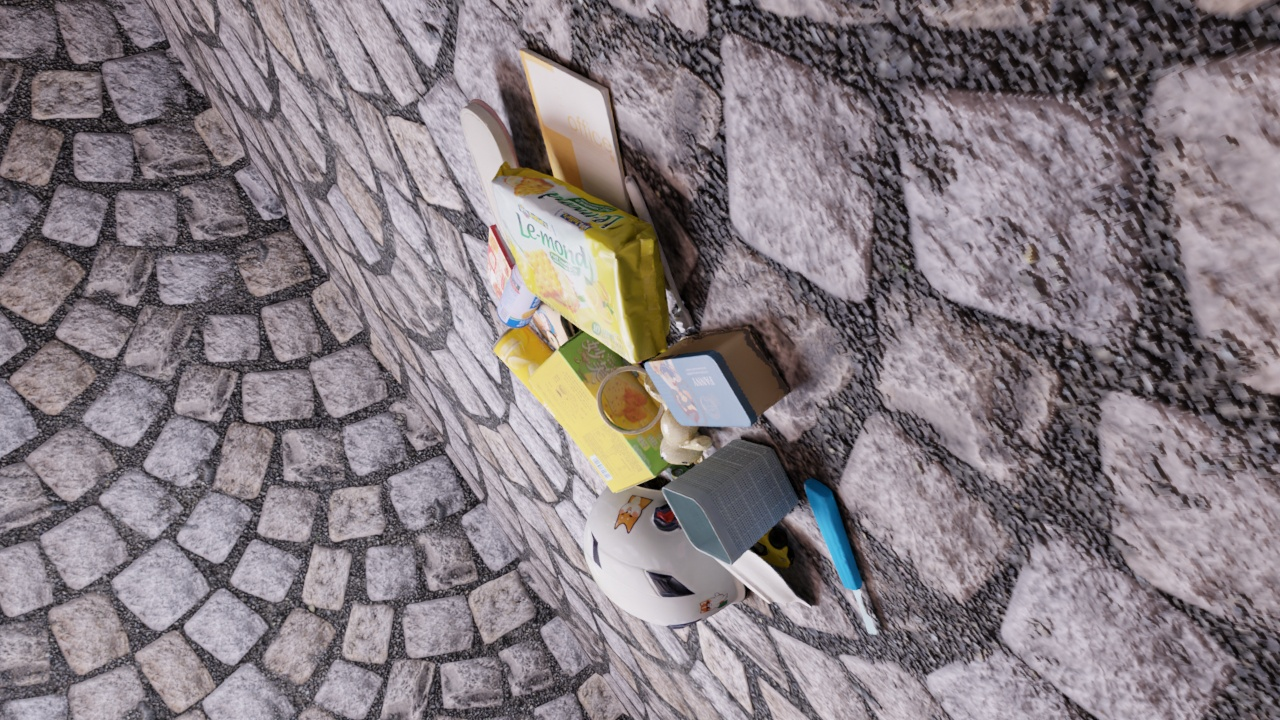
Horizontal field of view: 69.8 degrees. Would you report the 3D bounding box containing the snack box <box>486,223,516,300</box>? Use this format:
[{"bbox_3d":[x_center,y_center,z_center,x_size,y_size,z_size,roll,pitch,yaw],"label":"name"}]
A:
[{"bbox_3d":[-0.198,-0.134,1.341,0.075,0.025,0.153,63,161,14],"label":"snack box"}]

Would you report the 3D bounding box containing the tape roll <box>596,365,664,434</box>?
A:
[{"bbox_3d":[-0.012,0.050,1.154,0.086,0.086,0.014,55,-173,0],"label":"tape roll"}]

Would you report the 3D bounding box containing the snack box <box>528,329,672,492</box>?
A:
[{"bbox_3d":[-0.048,0.070,1.249,0.210,0.069,0.158,53,153,0],"label":"snack box"}]

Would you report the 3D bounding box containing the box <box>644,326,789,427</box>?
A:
[{"bbox_3d":[0.078,0.019,0.942,0.090,0.062,0.184,58,161,-8],"label":"box"}]

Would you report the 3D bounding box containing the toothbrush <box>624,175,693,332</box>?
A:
[{"bbox_3d":[0.018,-0.107,0.944,0.016,0.016,0.180,10,131,48],"label":"toothbrush"}]

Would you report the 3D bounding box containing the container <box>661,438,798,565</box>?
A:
[{"bbox_3d":[0.102,0.150,1.014,0.090,0.111,0.090,61,159,-17],"label":"container"}]

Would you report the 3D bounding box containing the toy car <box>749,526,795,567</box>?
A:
[{"bbox_3d":[0.129,0.194,1.122,0.156,0.041,0.071,50,160,8],"label":"toy car"}]

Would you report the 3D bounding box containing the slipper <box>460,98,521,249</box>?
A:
[{"bbox_3d":[-0.142,-0.195,1.107,0.114,0.054,0.275,36,155,42],"label":"slipper"}]

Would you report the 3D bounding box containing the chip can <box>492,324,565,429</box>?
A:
[{"bbox_3d":[-0.127,0.038,1.377,0.213,0.072,0.072,47,158,9],"label":"chip can"}]

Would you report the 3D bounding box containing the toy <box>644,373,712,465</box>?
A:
[{"bbox_3d":[0.041,0.071,1.091,0.105,0.066,0.157,44,164,41],"label":"toy"}]

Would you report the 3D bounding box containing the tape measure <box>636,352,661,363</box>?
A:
[{"bbox_3d":[-0.002,-0.026,1.078,0.058,0.039,0.057,52,160,-4],"label":"tape measure"}]

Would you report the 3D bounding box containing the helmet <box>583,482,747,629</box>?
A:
[{"bbox_3d":[0.012,0.301,1.375,0.274,0.156,0.230,37,153,40],"label":"helmet"}]

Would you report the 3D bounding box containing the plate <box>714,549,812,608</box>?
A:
[{"bbox_3d":[0.131,0.258,1.158,0.164,0.034,0.163,32,168,45],"label":"plate"}]

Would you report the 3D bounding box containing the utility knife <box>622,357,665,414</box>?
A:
[{"bbox_3d":[-0.007,0.007,1.181,0.216,0.022,0.031,58,154,5],"label":"utility knife"}]

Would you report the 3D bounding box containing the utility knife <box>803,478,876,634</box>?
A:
[{"bbox_3d":[0.221,0.219,0.988,0.034,0.018,0.219,18,137,56],"label":"utility knife"}]

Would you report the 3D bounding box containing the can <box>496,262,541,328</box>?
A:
[{"bbox_3d":[-0.161,-0.097,1.271,0.053,0.053,0.135,52,149,8],"label":"can"}]

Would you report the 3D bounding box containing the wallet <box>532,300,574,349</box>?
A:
[{"bbox_3d":[-0.127,-0.052,1.338,0.115,0.024,0.087,29,143,49],"label":"wallet"}]

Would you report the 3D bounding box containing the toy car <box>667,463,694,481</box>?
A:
[{"bbox_3d":[0.072,0.167,1.210,0.091,0.036,0.043,42,155,32],"label":"toy car"}]

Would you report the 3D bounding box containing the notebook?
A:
[{"bbox_3d":[-0.060,-0.213,0.962,0.146,0.010,0.206,38,154,38],"label":"notebook"}]

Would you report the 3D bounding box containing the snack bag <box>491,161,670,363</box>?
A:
[{"bbox_3d":[-0.061,-0.110,0.985,0.246,0.068,0.158,34,148,38],"label":"snack bag"}]
